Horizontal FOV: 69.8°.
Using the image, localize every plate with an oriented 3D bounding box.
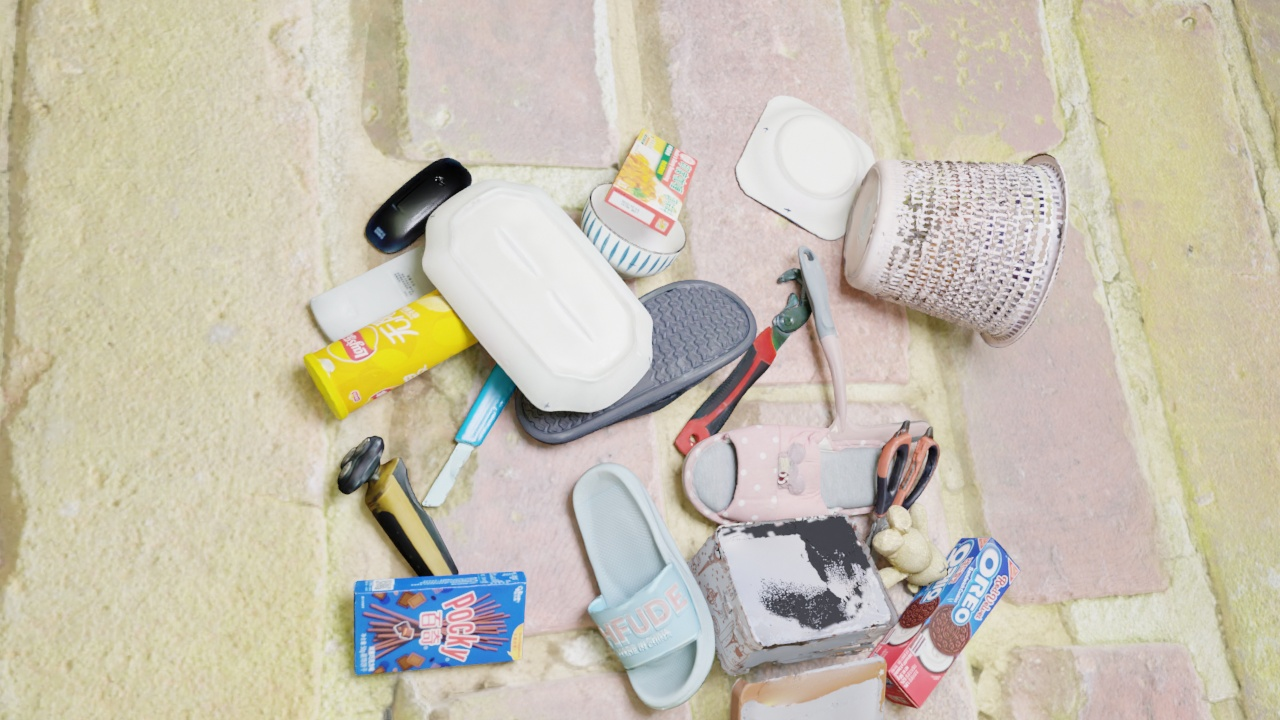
[{"bbox_3d":[0.212,-0.245,1.129,0.163,0.034,0.164,29,68,-8],"label":"plate"},{"bbox_3d":[-0.097,-0.071,0.909,0.161,0.034,0.265,-38,87,-22],"label":"plate"}]

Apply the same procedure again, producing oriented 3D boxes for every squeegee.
[{"bbox_3d":[0.214,-0.014,1.050,0.247,0.040,0.249,-8,84,-19],"label":"squeegee"}]

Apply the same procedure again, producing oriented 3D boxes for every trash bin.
[{"bbox_3d":[0.348,-0.141,1.061,0.192,0.228,0.227,10,72,-1],"label":"trash bin"}]

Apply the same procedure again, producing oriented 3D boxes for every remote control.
[{"bbox_3d":[-0.234,-0.169,0.976,0.053,0.024,0.136,42,68,-2],"label":"remote control"},{"bbox_3d":[-0.267,-0.066,0.940,0.135,0.019,0.056,-32,87,-22],"label":"remote control"}]

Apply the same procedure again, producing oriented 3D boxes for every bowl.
[{"bbox_3d":[-0.016,-0.132,1.000,0.116,0.066,0.116,20,38,-17],"label":"bowl"}]

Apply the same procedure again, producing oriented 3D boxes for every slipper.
[{"bbox_3d":[0.175,0.127,0.992,0.274,0.054,0.114,4,90,-21],"label":"slipper"},{"bbox_3d":[-0.006,0.218,0.895,0.074,0.104,0.245,0,66,-62],"label":"slipper"},{"bbox_3d":[-0.006,0.006,0.979,0.268,0.083,0.110,-28,74,-4],"label":"slipper"}]

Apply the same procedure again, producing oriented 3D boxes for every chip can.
[{"bbox_3d":[-0.222,-0.023,0.916,0.213,0.072,0.072,-32,86,-23],"label":"chip can"}]

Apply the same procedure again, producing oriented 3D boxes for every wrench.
[{"bbox_3d":[0.125,0.002,1.045,0.056,0.016,0.272,39,68,-7],"label":"wrench"}]

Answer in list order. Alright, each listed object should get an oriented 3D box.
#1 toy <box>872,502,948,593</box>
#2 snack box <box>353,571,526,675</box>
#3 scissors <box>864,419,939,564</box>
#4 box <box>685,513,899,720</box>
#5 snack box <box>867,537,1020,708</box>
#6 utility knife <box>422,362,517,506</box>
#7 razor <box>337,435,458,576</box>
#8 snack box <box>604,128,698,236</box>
[{"bbox_3d":[0.287,0.200,0.982,0.157,0.066,0.105,44,67,-50],"label":"toy"},{"bbox_3d":[-0.187,0.244,0.859,0.157,0.026,0.084,0,106,-17],"label":"snack box"},{"bbox_3d":[0.265,0.168,1.012,0.205,0.015,0.197,-27,117,-29],"label":"scissors"},{"bbox_3d":[0.159,0.292,0.911,0.178,0.125,0.273,-1,75,-26],"label":"box"},{"bbox_3d":[0.333,0.283,1.013,0.207,0.058,0.057,-42,93,-22],"label":"snack box"},{"bbox_3d":[-0.162,0.056,0.940,0.034,0.018,0.215,32,68,-9],"label":"utility knife"},{"bbox_3d":[-0.230,0.153,0.878,0.167,0.062,0.067,57,37,-2],"label":"razor"},{"bbox_3d":[0.014,-0.200,1.019,0.077,0.027,0.155,29,37,-8],"label":"snack box"}]
